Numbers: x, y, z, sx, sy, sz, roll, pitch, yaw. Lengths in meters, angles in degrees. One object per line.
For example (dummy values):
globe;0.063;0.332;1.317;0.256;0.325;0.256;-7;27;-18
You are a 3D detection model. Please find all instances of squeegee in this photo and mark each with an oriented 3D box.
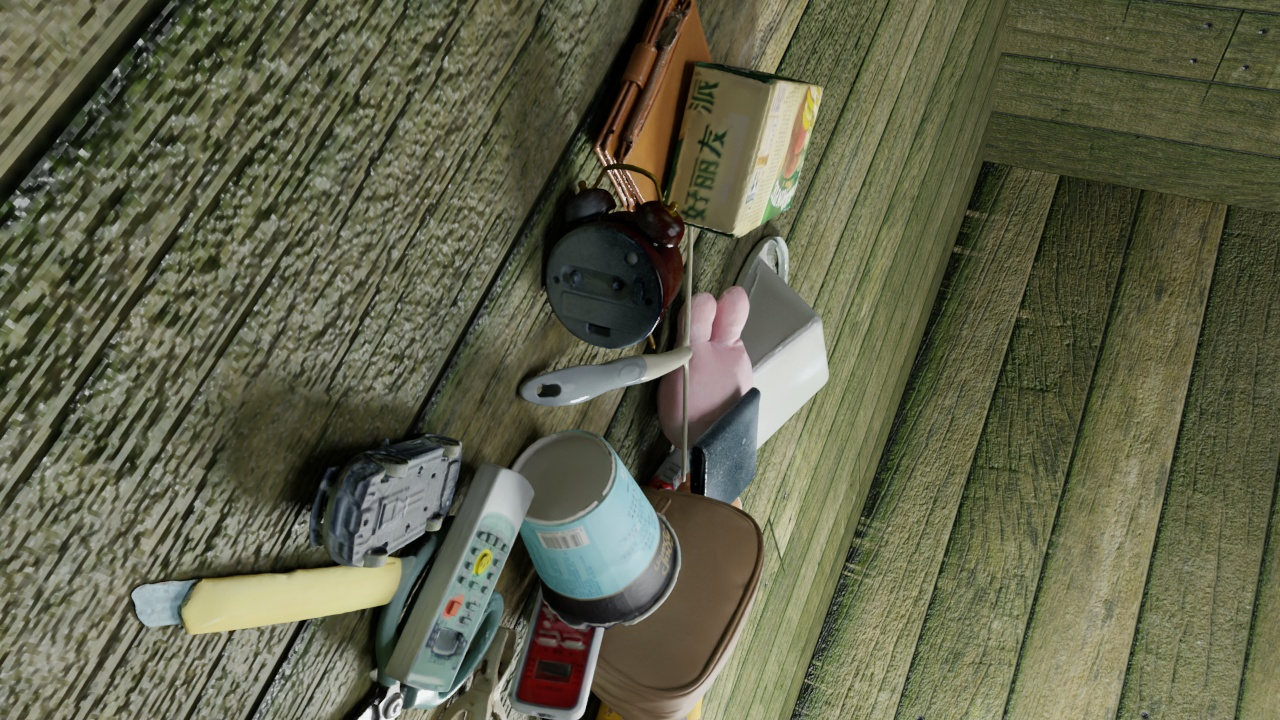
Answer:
squeegee;-0.004;0.004;0.696;0.246;0.039;0.246;-15;109;-59

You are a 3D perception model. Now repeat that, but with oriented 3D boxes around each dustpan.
dustpan;0.112;-0.006;1.041;0.257;0.142;0.223;-39;152;-5

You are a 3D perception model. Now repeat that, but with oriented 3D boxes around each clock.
clock;-0.014;-0.066;0.591;0.055;0.082;0.122;-46;147;-57

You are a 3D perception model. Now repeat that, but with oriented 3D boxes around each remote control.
remote control;-0.104;0.128;0.547;0.135;0.019;0.056;-67;156;-17
remote control;-0.054;0.196;0.678;0.020;0.056;0.135;82;17;-46

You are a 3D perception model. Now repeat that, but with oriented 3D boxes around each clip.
clip;-0.110;0.247;0.654;0.089;0.035;0.103;75;30;-47

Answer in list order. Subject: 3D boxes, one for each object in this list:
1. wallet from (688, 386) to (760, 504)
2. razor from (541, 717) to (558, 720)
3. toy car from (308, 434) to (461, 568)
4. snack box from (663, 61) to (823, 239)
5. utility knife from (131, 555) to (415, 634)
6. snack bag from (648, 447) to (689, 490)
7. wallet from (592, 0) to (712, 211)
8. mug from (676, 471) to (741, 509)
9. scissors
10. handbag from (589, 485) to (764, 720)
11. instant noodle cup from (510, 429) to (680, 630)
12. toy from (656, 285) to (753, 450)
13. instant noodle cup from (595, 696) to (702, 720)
wallet;0.081;0.096;0.862;0.097;0.019;0.121;-39;141;-36
razor;-0.075;0.297;0.787;0.042;0.022;0.143;1;105;-66
toy car;-0.128;0.069;0.476;0.120;0.037;0.054;-10;114;-77
snack box;0.090;-0.174;0.743;0.239;0.063;0.115;-40;146;-66
utility knife;-0.164;0.111;0.439;0.175;0.019;0.031;21;81;-70
snack bag;0.034;0.105;0.900;0.105;0.026;0.045;-49;163;-43
wallet;0.012;-0.177;0.641;0.108;0.031;0.131;50;59;-69
mug;0.039;0.174;0.909;0.122;0.078;0.078;-50;149;-39
scissors;-0.135;0.167;0.553;0.174;0.019;0.177;-39;141;-53
handbag;0.015;0.201;0.771;0.203;0.148;0.100;-48;160;-46
instant noodle cup;-0.038;0.112;0.644;0.111;0.111;0.120;-59;145;-32
toy;0.065;0.009;0.860;0.121;0.054;0.159;-12;114;-44
instant noodle cup;0.009;0.355;0.919;0.118;0.118;0.114;39;61;-67
